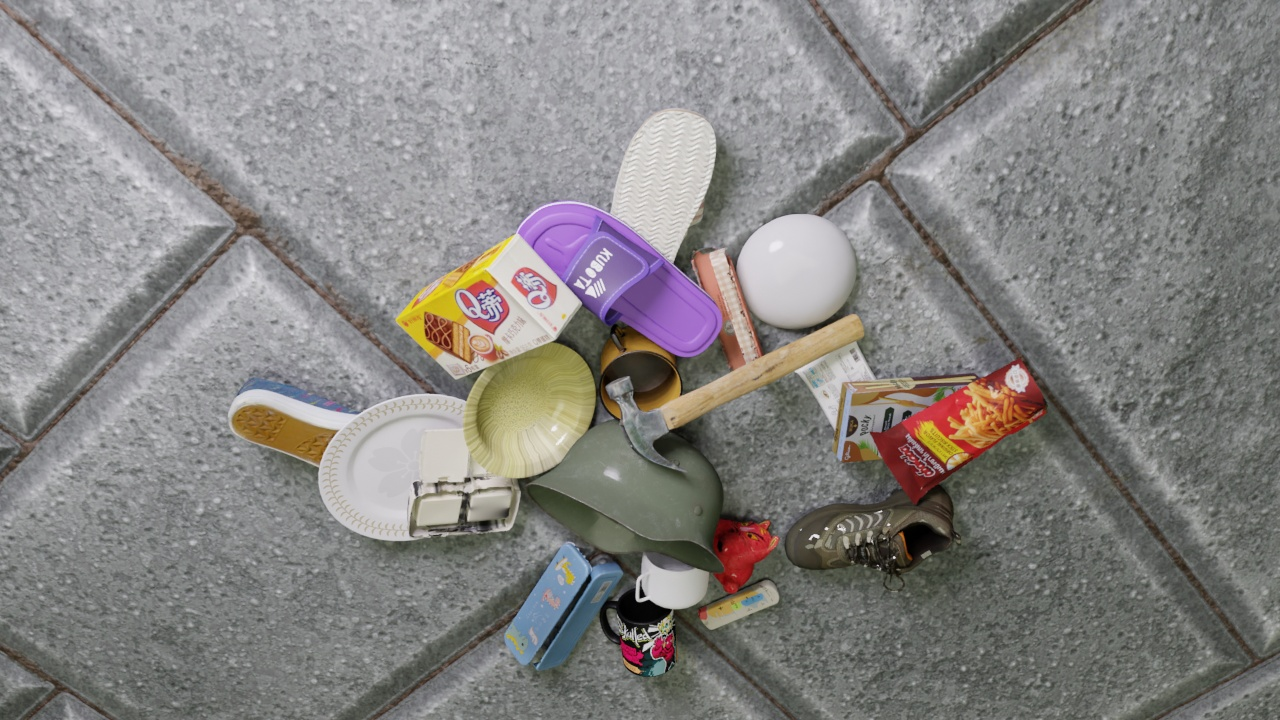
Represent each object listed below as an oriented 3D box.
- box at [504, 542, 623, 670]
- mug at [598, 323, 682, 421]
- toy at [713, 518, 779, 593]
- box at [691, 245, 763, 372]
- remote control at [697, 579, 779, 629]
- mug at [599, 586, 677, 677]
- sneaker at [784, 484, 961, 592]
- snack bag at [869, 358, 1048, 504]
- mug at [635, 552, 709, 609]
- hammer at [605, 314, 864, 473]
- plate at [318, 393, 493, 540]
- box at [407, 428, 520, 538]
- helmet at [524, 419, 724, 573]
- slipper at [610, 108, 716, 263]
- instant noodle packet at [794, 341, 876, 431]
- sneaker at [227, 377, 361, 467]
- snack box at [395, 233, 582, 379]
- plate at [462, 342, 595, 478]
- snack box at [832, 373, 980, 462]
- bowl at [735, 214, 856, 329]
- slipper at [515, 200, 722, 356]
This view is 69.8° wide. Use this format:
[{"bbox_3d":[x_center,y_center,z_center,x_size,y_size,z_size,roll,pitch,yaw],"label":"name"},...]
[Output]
[{"bbox_3d":[-0.113,0.360,1.345,0.085,0.072,0.209,43,113,25],"label":"box"},{"bbox_3d":[-0.007,0.006,1.139,0.100,0.094,0.124,-26,112,9],"label":"mug"},{"bbox_3d":[0.146,0.282,1.287,0.094,0.088,0.133,-10,129,-15],"label":"toy"},{"bbox_3d":[0.112,-0.052,1.136,0.071,0.056,0.187,-4,119,37],"label":"box"},{"bbox_3d":[0.144,0.360,1.351,0.126,0.018,0.038,-27,113,14],"label":"remote control"},{"bbox_3d":[-0.006,0.389,1.337,0.118,0.081,0.098,8,118,26],"label":"mug"},{"bbox_3d":[0.319,0.258,1.235,0.238,0.142,0.101,-19,114,9],"label":"sneaker"},{"bbox_3d":[0.408,0.085,1.171,0.208,0.066,0.139,-32,124,14],"label":"snack bag"},{"bbox_3d":[0.040,0.296,1.270,0.115,0.094,0.068,-19,123,-34],"label":"mug"},{"bbox_3d":[0.129,0.024,1.101,0.330,0.033,0.132,-25,95,-16],"label":"hammer"},{"bbox_3d":[-0.297,0.141,1.209,0.242,0.016,0.243,-12,126,-16],"label":"plate"},{"bbox_3d":[-0.229,0.157,1.207,0.144,0.058,0.188,0,125,-23],"label":"box"},{"bbox_3d":[0.008,0.165,1.168,0.268,0.227,0.153,32,69,-3],"label":"helmet"},{"bbox_3d":[0.018,-0.171,1.081,0.115,0.052,0.264,13,121,-10],"label":"slipper"},{"bbox_3d":[0.270,0.040,1.195,0.087,0.026,0.134,-30,112,13],"label":"instant noodle packet"},{"bbox_3d":[-0.410,0.085,1.187,0.235,0.079,0.088,21,114,-30],"label":"sneaker"},{"bbox_3d":[-0.181,-0.056,1.059,0.110,0.061,0.231,48,143,-20],"label":"snack box"},{"bbox_3d":[-0.146,0.058,1.168,0.184,0.036,0.185,-14,118,-29],"label":"plate"},{"bbox_3d":[0.348,0.074,1.189,0.186,0.031,0.101,-3,116,-11],"label":"snack box"},{"bbox_3d":[0.193,-0.100,1.119,0.149,0.043,0.150,0,115,-1],"label":"bowl"},{"bbox_3d":[-0.016,-0.082,1.047,0.266,0.084,0.107,32,108,-21],"label":"slipper"}]
